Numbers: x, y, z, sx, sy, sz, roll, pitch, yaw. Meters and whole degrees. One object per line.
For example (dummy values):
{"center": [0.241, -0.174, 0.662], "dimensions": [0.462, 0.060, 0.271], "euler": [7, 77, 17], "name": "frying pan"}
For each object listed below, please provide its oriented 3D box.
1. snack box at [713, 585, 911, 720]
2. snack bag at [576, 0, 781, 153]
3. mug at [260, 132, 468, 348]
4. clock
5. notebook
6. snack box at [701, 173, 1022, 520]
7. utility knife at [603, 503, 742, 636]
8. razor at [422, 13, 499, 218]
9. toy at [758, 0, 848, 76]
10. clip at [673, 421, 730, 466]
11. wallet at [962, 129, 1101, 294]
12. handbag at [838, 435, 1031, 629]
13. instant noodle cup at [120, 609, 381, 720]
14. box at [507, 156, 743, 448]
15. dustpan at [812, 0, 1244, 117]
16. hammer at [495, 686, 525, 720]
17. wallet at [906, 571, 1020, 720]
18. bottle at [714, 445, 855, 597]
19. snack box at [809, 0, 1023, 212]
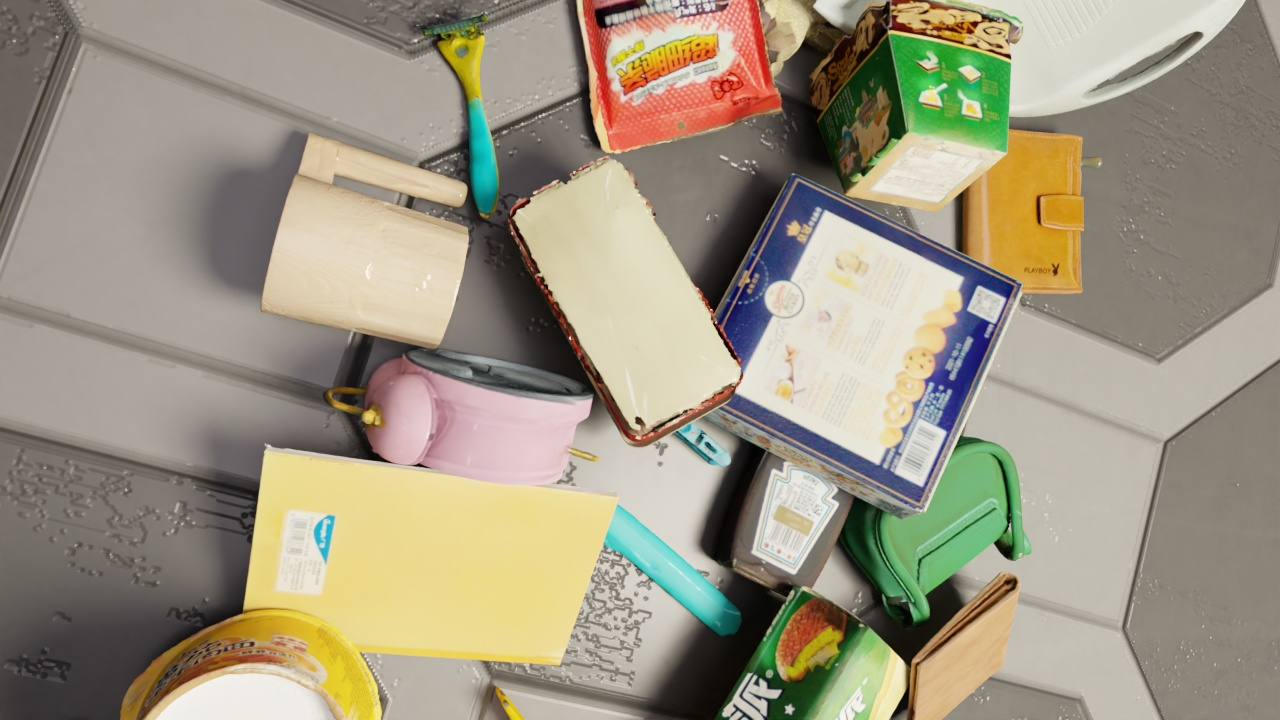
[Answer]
{"center": [0.087, 0.281, 0.618], "dimensions": [0.239, 0.063, 0.114], "euler": [-55, 137, -11], "name": "snack box"}
{"center": [0.015, -0.255, 0.619], "dimensions": [0.129, 0.073, 0.208], "euler": [-10, 96, 7], "name": "snack bag"}
{"center": [-0.164, -0.074, 0.561], "dimensions": [0.103, 0.084, 0.124], "euler": [15, 58, -19], "name": "mug"}
{"center": [-0.109, 0.031, 0.554], "dimensions": [0.158, 0.117, 0.060], "euler": [12, 96, -19], "name": "clock"}
{"center": [-0.130, 0.127, 0.563], "dimensions": [0.206, 0.010, 0.146], "euler": [10, 116, -18], "name": "notebook"}
{"center": [0.144, -0.012, 0.639], "dimensions": [0.182, 0.046, 0.177], "euler": [27, 77, 6], "name": "snack box"}
{"center": [0.016, 0.146, 0.647], "dimensions": [0.151, 0.013, 0.029], "euler": [43, 80, -16], "name": "utility knife"}
{"center": [-0.109, -0.157, 0.599], "dimensions": [0.043, 0.028, 0.132], "euler": [-10, 89, 5], "name": "razor"}
{"center": [0.130, -0.276, 0.669], "dimensions": [0.157, 0.066, 0.105], "euler": [-47, 145, -17], "name": "toy"}
{"center": [0.041, 0.057, 0.652], "dimensions": [0.057, 0.047, 0.014], "euler": [42, 76, -16], "name": "clip"}
{"center": [0.313, -0.119, 0.741], "dimensions": [0.119, 0.035, 0.130], "euler": [-1, 90, -13], "name": "wallet"}
{"center": [0.222, 0.122, 0.686], "dimensions": [0.131, 0.068, 0.120], "euler": [-31, 100, -16], "name": "handbag"}
{"center": [-0.207, 0.208, 0.486], "dimensions": [0.138, 0.110, 0.138], "euler": [3, 81, -17], "name": "instant noodle cup"}
{"center": [-0.008, -0.038, 0.576], "dimensions": [0.091, 0.080, 0.168], "euler": [-29, 81, -6], "name": "box"}
{"center": [0.294, -0.249, 0.630], "dimensions": [0.257, 0.223, 0.142], "euler": [-24, 87, -47], "name": "dustpan"}
{"center": [-0.195, 0.258, 0.564], "dimensions": [0.300, 0.033, 0.128], "euler": [13, 85, -18], "name": "hammer"}
{"center": [0.238, 0.222, 0.681], "dimensions": [0.115, 0.020, 0.101], "euler": [-28, 131, -27], "name": "wallet"}
{"center": [0.124, 0.072, 0.667], "dimensions": [0.080, 0.044, 0.194], "euler": [28, 80, -12], "name": "bottle"}
{"center": [0.192, -0.170, 0.639], "dimensions": [0.117, 0.118, 0.105], "euler": [6, 68, -18], "name": "snack box"}
